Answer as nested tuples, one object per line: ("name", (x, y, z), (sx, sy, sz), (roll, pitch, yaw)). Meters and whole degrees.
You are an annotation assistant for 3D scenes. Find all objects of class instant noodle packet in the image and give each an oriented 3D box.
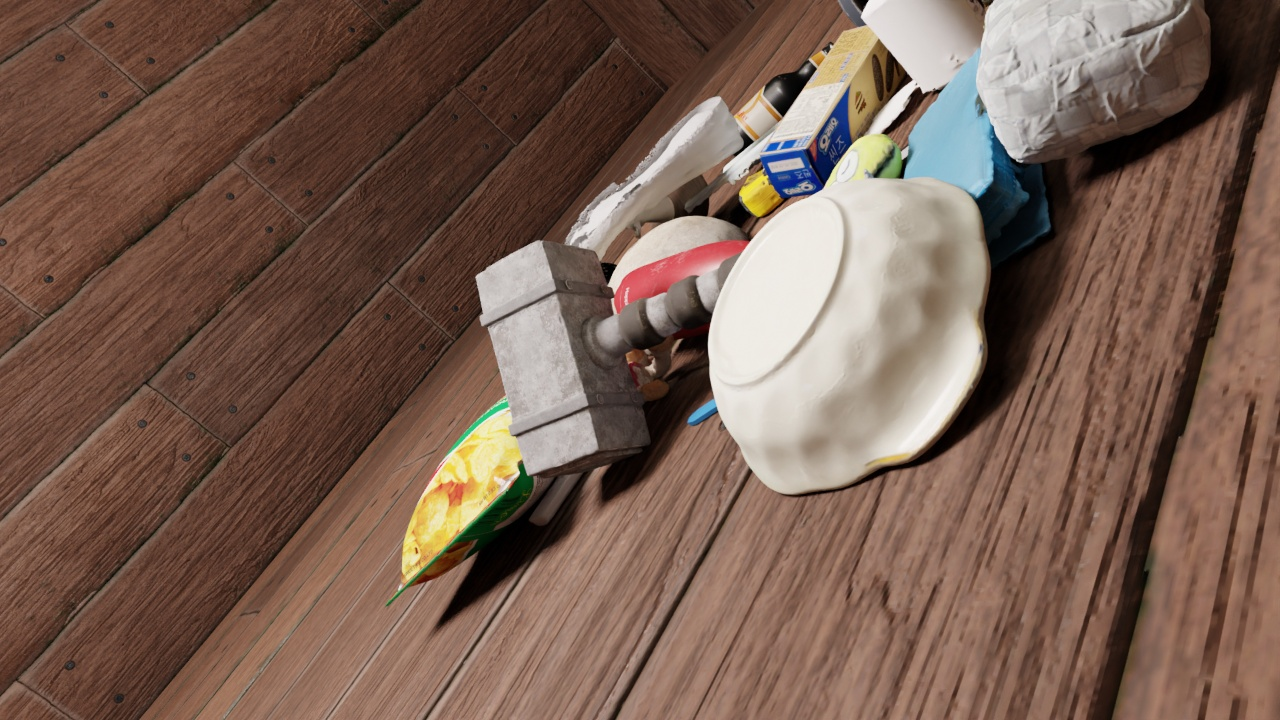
("instant noodle packet", (-0.133, 0.100, 0.862), (0.196, 0.090, 0.252), (-43, 10, 31))

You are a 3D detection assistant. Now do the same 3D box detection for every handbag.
("handbag", (0.235, -0.190, 0.494), (0.113, 0.123, 0.171), (-14, 32, 31))

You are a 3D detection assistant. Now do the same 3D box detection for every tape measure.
("tape measure", (0.132, -0.183, 0.963), (0.064, 0.037, 0.065), (-35, 19, 40))

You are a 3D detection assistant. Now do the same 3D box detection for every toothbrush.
("toothbrush", (0.086, 0.004, 0.633), (0.167, 0.014, 0.016), (-37, 17, 39))

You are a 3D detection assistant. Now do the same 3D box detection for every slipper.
("slipper", (0.013, -0.183, 0.999), (0.246, 0.074, 0.112), (-43, 8, -9))

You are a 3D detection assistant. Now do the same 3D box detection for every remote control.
("remote control", (-0.055, 0.092, 0.816), (0.130, 0.012, 0.033), (-55, 13, -28))

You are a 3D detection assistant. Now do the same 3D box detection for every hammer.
("hammer", (0.030, -0.038, 0.670), (0.327, 0.177, 0.079), (-23, -12, 31))

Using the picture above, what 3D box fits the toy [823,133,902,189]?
("toy", (0.160, -0.124, 0.691), (0.115, 0.046, 0.092), (-90, 23, -83))

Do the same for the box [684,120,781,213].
("box", (0.152, -0.249, 1.029), (0.188, 0.037, 0.209), (-37, 3, -37))

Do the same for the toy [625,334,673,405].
("toy", (-0.005, 0.005, 0.816), (0.085, 0.074, 0.106), (-14, -3, 6))

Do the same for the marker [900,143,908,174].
("marker", (0.229, -0.178, 0.693), (0.124, 0.017, 0.021), (-39, 60, 35))

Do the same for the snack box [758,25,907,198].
("snack box", (0.190, -0.242, 0.884), (0.056, 0.057, 0.206), (4, 50, 44))

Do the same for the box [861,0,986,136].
("box", (0.224, -0.275, 0.804), (0.151, 0.106, 0.080), (-36, 16, 44))

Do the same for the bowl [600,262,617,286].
("bowl", (-0.066, -0.059, 1.039), (0.120, 0.066, 0.120), (22, -91, -78))

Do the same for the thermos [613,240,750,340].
("thermos", (0.064, -0.062, 0.758), (0.073, 0.073, 0.240), (-54, 21, -24))

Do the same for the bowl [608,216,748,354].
("bowl", (0.024, -0.092, 0.954), (0.179, 0.081, 0.178), (-42, 14, 13))

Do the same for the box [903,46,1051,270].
("box", (0.206, -0.117, 0.575), (0.093, 0.052, 0.230), (-58, 4, 39))

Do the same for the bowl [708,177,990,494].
("bowl", (0.092, -0.025, 0.493), (0.188, 0.060, 0.219), (-60, 23, 12))

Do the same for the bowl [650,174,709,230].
("bowl", (0.054, -0.176, 1.106), (0.117, 0.030, 0.118), (-46, -31, -39))

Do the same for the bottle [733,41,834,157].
("bottle", (0.184, -0.336, 1.186), (0.182, 0.059, 0.059), (-42, 15, 19))

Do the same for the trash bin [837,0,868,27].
("trash bin", (0.292, -0.407, 0.859), (0.164, 0.164, 0.228), (-51, 11, -14))
